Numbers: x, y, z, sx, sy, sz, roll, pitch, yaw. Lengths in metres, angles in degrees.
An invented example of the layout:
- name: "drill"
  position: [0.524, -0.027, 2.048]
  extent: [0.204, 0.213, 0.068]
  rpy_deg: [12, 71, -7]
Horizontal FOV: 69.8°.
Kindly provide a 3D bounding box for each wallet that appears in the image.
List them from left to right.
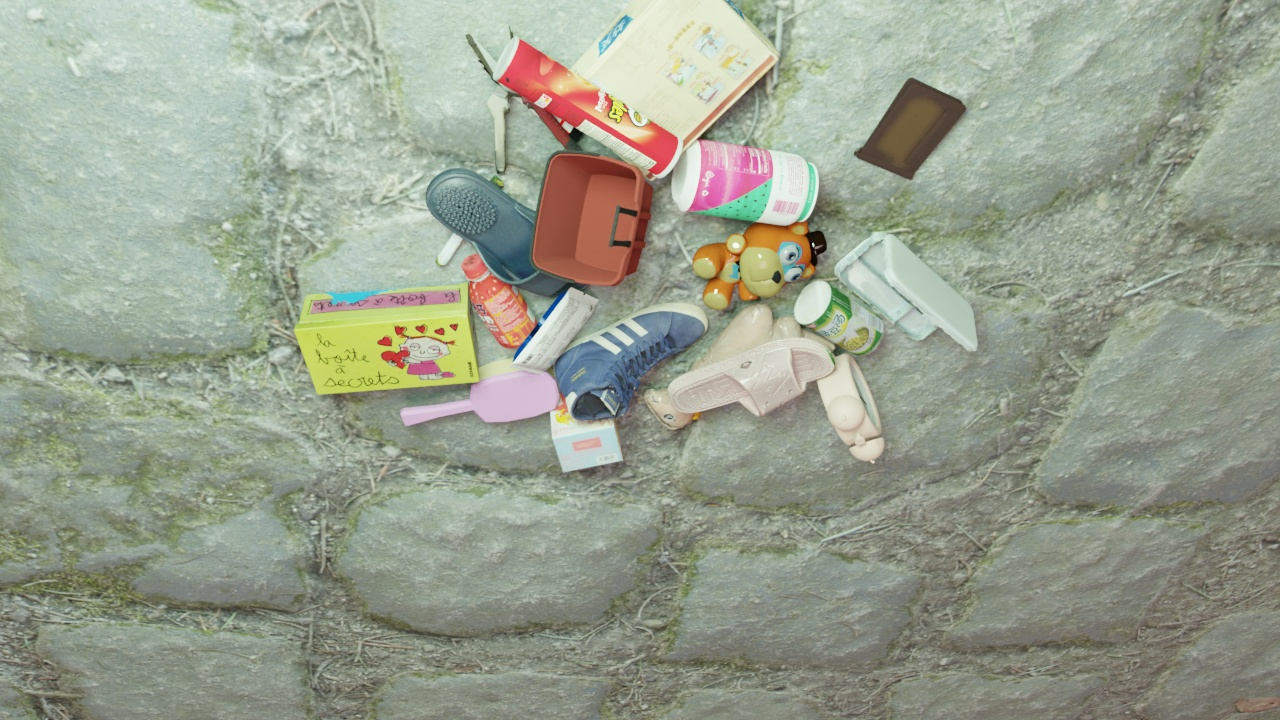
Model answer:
- name: "wallet"
  position: [0.337, -0.287, 1.148]
  extent: [0.091, 0.018, 0.116]
  rpy_deg: [16, 129, -22]

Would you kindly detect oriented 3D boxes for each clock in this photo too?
- name: "clock"
  position: [0.297, 0.063, 1.350]
  extent: [0.086, 0.160, 0.131]
  rpy_deg: [-28, 130, 15]

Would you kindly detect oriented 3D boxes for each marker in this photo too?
- name: "marker"
  position: [-0.217, -0.173, 1.156]
  extent: [0.017, 0.017, 0.147]
  rpy_deg: [26, 123, -28]
- name: "marker"
  position: [-0.127, -0.300, 1.057]
  extent: [0.145, 0.019, 0.019]
  rpy_deg: [33, 119, -32]

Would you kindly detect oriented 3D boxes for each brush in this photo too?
- name: "brush"
  position: [-0.233, 0.052, 1.331]
  extent: [0.229, 0.043, 0.089]
  rpy_deg: [-11, 132, 0]

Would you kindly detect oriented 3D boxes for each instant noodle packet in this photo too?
- name: "instant noodle packet"
  position: [-0.115, -0.037, 1.240]
  extent: [0.134, 0.026, 0.087]
  rpy_deg: [-51, 158, 9]

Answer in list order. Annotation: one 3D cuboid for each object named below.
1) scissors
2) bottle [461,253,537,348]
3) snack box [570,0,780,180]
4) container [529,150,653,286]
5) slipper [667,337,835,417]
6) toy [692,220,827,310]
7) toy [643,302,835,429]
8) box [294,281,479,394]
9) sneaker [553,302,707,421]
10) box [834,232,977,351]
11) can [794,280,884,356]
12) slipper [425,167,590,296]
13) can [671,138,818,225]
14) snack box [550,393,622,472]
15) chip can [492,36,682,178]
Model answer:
- name: "scissors"
  position: [-0.140, -0.282, 1.051]
  extent: [0.196, 0.015, 0.180]
  rpy_deg: [27, 136, -25]
- name: "bottle"
  position: [-0.191, -0.081, 1.211]
  extent: [0.062, 0.061, 0.137]
  rpy_deg: [-21, 130, 9]
- name: "snack box"
  position: [0.028, -0.325, 1.035]
  extent: [0.153, 0.055, 0.208]
  rpy_deg: [33, 120, -31]
- name: "container"
  position: [-0.057, -0.160, 1.043]
  extent: [0.127, 0.200, 0.148]
  rpy_deg: [14, 99, 14]
- name: "slipper"
  position: [0.155, 0.036, 1.284]
  extent: [0.239, 0.064, 0.094]
  rpy_deg: [-16, 139, 13]
- name: "toy"
  position: [0.157, -0.133, 1.209]
  extent: [0.176, 0.096, 0.112]
  rpy_deg: [-26, 133, -1]
- name: "toy"
  position: [0.137, 0.025, 1.356]
  extent: [0.196, 0.065, 0.265]
  rpy_deg: [23, 125, -21]
- name: "box"
  position: [-0.331, -0.028, 1.221]
  extent: [0.221, 0.082, 0.125]
  rpy_deg: [-5, 132, -7]
- name: "sneaker"
  position: [-0.009, 0.007, 1.279]
  extent: [0.233, 0.118, 0.091]
  rpy_deg: [-17, 131, 6]
- name: "box"
  position: [0.368, -0.085, 1.289]
  extent: [0.211, 0.129, 0.106]
  rpy_deg: [35, 131, -26]
- name: "can"
  position: [0.282, -0.059, 1.303]
  extent: [0.121, 0.067, 0.067]
  rpy_deg: [27, 122, -29]
- name: "slipper"
  position: [-0.155, -0.137, 1.142]
  extent: [0.101, 0.082, 0.263]
  rpy_deg: [-37, 135, 23]
- name: "can"
  position: [0.127, -0.217, 1.125]
  extent: [0.165, 0.088, 0.088]
  rpy_deg: [6, 130, -14]
- name: "snack box"
  position: [-0.082, 0.100, 1.364]
  extent: [0.093, 0.094, 0.080]
  rpy_deg: [-11, 131, 1]
- name: "chip can"
  position: [-0.054, -0.273, 0.998]
  extent: [0.214, 0.051, 0.052]
  rpy_deg: [26, 122, -26]
